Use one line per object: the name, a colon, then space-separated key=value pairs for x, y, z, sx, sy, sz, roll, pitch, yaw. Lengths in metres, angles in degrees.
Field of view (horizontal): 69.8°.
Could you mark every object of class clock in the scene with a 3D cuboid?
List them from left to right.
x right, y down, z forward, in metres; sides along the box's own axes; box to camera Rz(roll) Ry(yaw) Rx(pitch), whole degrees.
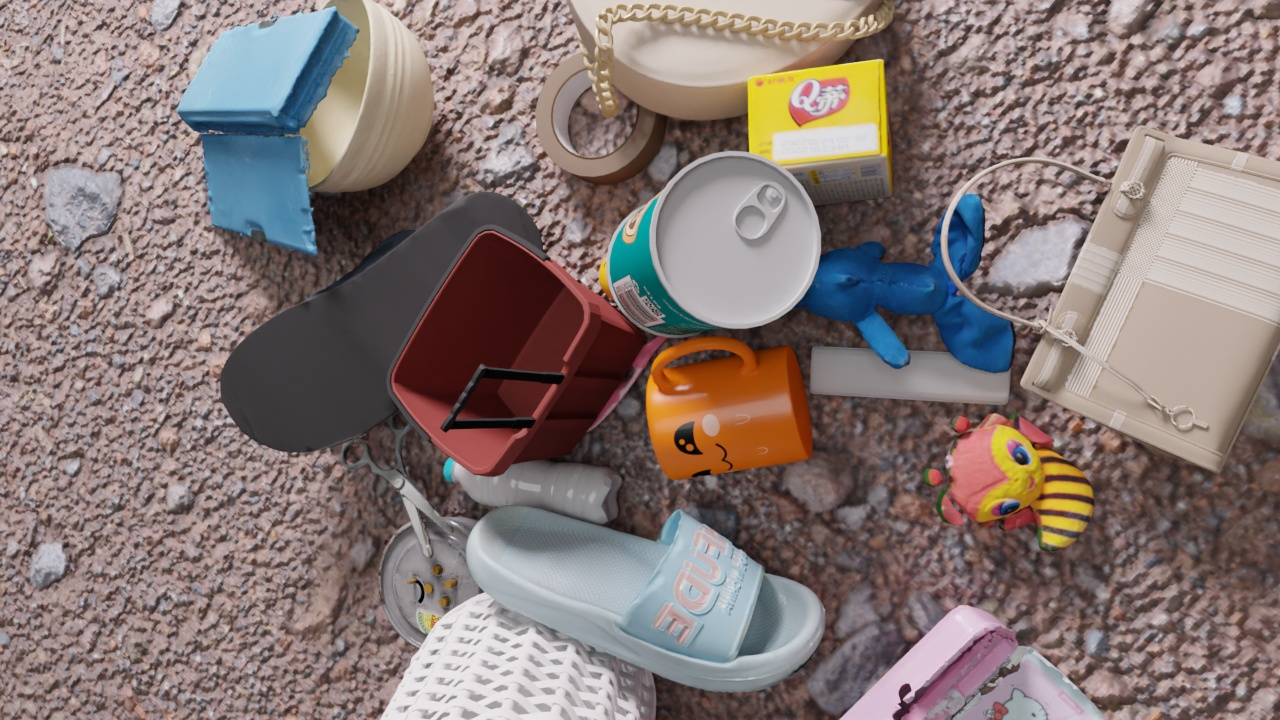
clock: x=-0.135 y=0.165 z=0.698 sx=0.148 sy=0.056 sz=0.104 roll=-17 pitch=85 yaw=19

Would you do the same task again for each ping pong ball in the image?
ping pong ball: x=-0.010 y=-0.061 z=0.668 sx=0.040 sy=0.040 sz=0.040 roll=0 pitch=89 yaw=17

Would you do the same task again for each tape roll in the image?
tape roll: x=-0.029 y=-0.180 z=0.680 sx=0.094 sy=0.030 sz=0.093 roll=0 pitch=89 yaw=17

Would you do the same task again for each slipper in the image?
slipper: x=-0.192 y=-0.030 z=0.708 sx=0.265 sy=0.083 sz=0.109 roll=-38 pitch=101 yaw=-2
slipper: x=0.004 y=0.143 z=0.607 sx=0.245 sy=0.103 sz=0.074 roll=16 pitch=119 yaw=6

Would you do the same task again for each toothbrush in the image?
toothbrush: x=-0.004 y=0.004 z=0.678 sx=0.135 sy=0.016 sz=0.021 roll=-48 pitch=68 yaw=11

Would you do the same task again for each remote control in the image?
remote control: x=0.181 y=0.010 z=0.622 sx=0.131 sy=0.012 sz=0.033 roll=3 pitch=90 yaw=17

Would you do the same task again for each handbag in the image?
handbag: x=0.048 y=-0.275 z=0.608 sx=0.208 sy=0.103 sz=0.210 roll=-18 pitch=84 yaw=2
handbag: x=0.277 y=-0.054 z=0.546 sx=0.198 sy=0.062 sz=0.176 roll=22 pitch=96 yaw=3

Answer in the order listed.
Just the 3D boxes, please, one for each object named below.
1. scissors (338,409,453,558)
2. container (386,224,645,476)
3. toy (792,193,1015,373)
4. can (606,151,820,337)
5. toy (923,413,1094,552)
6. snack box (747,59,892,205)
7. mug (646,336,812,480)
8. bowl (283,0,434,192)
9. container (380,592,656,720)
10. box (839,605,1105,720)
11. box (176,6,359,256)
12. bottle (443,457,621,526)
scissors: x=-0.197 y=0.096 z=0.712 sx=0.131 sy=0.014 sz=0.153 roll=-22 pitch=55 yaw=18
container: x=-0.095 y=-0.004 z=0.604 sx=0.127 sy=0.200 sz=0.148 roll=39 pitch=101 yaw=25
toy: x=0.156 y=-0.054 z=0.600 sx=0.176 sy=0.071 sz=0.113 roll=7 pitch=96 yaw=20
can: x=0.039 y=-0.066 z=0.583 sx=0.099 sy=0.144 sz=0.099 roll=0 pitch=89 yaw=-12
toy: x=0.236 y=0.076 z=0.587 sx=0.103 sy=0.046 sz=0.084 roll=28 pitch=75 yaw=6
snack box: x=0.119 y=-0.142 z=0.594 sx=0.084 sy=0.105 sz=0.061 roll=-3 pitch=85 yaw=17
mug: x=0.056 y=0.024 z=0.614 sx=0.096 sy=0.113 sz=0.077 roll=-11 pitch=43 yaw=17
bowl: x=-0.207 y=-0.195 z=0.702 sx=0.151 sy=0.075 sz=0.150 roll=-12 pitch=74 yaw=46
container: x=-0.084 y=0.270 z=0.588 sx=0.189 sy=0.186 sz=0.189 roll=1 pitch=103 yaw=3
box: x=0.187 y=0.263 z=0.586 sx=0.201 sy=0.111 sz=0.101 roll=-49 pitch=51 yaw=11
box: x=-0.297 y=-0.178 z=0.701 sx=0.232 sy=0.060 sz=0.175 roll=15 pitch=96 yaw=47
bottle: x=-0.083 y=0.092 z=0.688 sx=0.136 sy=0.044 sz=0.044 roll=8 pitch=92 yaw=17
